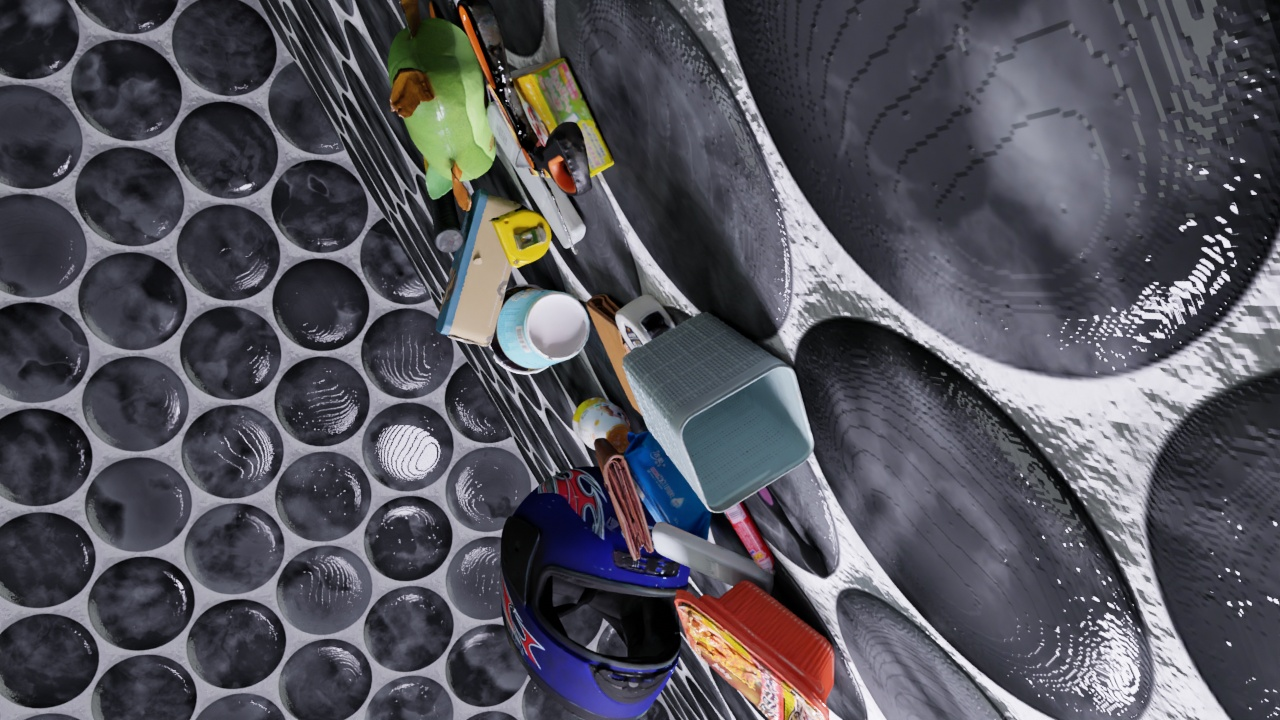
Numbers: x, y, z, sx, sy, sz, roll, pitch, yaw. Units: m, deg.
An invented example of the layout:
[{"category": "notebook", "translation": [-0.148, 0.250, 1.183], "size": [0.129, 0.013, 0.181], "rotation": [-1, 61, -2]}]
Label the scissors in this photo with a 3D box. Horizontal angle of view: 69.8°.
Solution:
[{"category": "scissors", "translation": [-0.079, -0.169, 0.696], "size": [0.221, 0.021, 0.235], "rotation": [45, 161, 57]}]

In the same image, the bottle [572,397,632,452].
[{"category": "bottle", "translation": [-0.043, 0.085, 1.144], "size": [0.063, 0.063, 0.108], "rotation": [64, 166, -19]}]

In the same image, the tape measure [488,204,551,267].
[{"category": "tape measure", "translation": [-0.124, -0.133, 0.976], "size": [0.029, 0.057, 0.060], "rotation": [37, 150, 62]}]

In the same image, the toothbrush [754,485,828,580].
[{"category": "toothbrush", "translation": [0.103, 0.110, 0.793], "size": [0.189, 0.014, 0.018], "rotation": [54, 178, 22]}]

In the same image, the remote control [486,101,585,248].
[{"category": "remote control", "translation": [-0.098, -0.177, 0.868], "size": [0.150, 0.021, 0.058], "rotation": [59, 167, -1]}]

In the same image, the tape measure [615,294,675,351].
[{"category": "tape measure", "translation": [0.009, -0.023, 0.797], "size": [0.066, 0.033, 0.066], "rotation": [62, 164, -24]}]

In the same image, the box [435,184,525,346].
[{"category": "box", "translation": [-0.182, -0.111, 1.049], "size": [0.090, 0.061, 0.184], "rotation": [-168, 91, -71]}]

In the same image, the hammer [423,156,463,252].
[{"category": "hammer", "translation": [-0.245, -0.223, 1.107], "size": [0.300, 0.033, 0.129], "rotation": [-111, 2, -48]}]

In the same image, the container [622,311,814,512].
[{"category": "container", "translation": [0.050, 0.031, 0.655], "size": [0.111, 0.090, 0.090], "rotation": [45, 161, 54]}]

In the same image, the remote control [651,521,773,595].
[{"category": "remote control", "translation": [0.075, 0.209, 0.963], "size": [0.136, 0.020, 0.056], "rotation": [19, 147, 21]}]

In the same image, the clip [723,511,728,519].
[{"category": "clip", "translation": [0.084, 0.138, 0.916], "size": [0.054, 0.013, 0.034], "rotation": [66, 166, -19]}]

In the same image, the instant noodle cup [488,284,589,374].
[{"category": "instant noodle cup", "translation": [-0.115, -0.039, 1.079], "size": [0.111, 0.111, 0.121], "rotation": [62, 158, -12]}]

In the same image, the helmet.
[{"category": "helmet", "translation": [-0.049, 0.272, 1.181], "size": [0.315, 0.247, 0.241], "rotation": [47, 119, 58]}]

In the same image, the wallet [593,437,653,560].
[{"category": "wallet", "translation": [-0.021, 0.152, 1.035], "size": [0.101, 0.032, 0.124], "rotation": [-141, 31, -80]}]

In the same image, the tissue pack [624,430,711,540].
[{"category": "tissue pack", "translation": [0.033, 0.152, 1.044], "size": [0.157, 0.052, 0.095], "rotation": [55, 168, 16]}]

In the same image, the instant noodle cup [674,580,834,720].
[{"category": "instant noodle cup", "translation": [0.125, 0.299, 0.926], "size": [0.189, 0.079, 0.165], "rotation": [32, 154, 30]}]

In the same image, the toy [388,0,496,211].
[{"category": "toy", "translation": [-0.190, -0.252, 0.887], "size": [0.247, 0.090, 0.226], "rotation": [84, 178, -76]}]

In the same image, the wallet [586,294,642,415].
[{"category": "wallet", "translation": [-0.005, 0.005, 0.912], "size": [0.108, 0.031, 0.132], "rotation": [41, 159, 59]}]

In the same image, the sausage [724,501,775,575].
[{"category": "sausage", "translation": [0.091, 0.143, 0.886], "size": [0.156, 0.020, 0.020], "rotation": [61, 166, -8]}]

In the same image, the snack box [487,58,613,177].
[{"category": "snack box", "translation": [-0.075, -0.191, 0.736], "size": [0.140, 0.033, 0.087], "rotation": [26, 145, 62]}]
